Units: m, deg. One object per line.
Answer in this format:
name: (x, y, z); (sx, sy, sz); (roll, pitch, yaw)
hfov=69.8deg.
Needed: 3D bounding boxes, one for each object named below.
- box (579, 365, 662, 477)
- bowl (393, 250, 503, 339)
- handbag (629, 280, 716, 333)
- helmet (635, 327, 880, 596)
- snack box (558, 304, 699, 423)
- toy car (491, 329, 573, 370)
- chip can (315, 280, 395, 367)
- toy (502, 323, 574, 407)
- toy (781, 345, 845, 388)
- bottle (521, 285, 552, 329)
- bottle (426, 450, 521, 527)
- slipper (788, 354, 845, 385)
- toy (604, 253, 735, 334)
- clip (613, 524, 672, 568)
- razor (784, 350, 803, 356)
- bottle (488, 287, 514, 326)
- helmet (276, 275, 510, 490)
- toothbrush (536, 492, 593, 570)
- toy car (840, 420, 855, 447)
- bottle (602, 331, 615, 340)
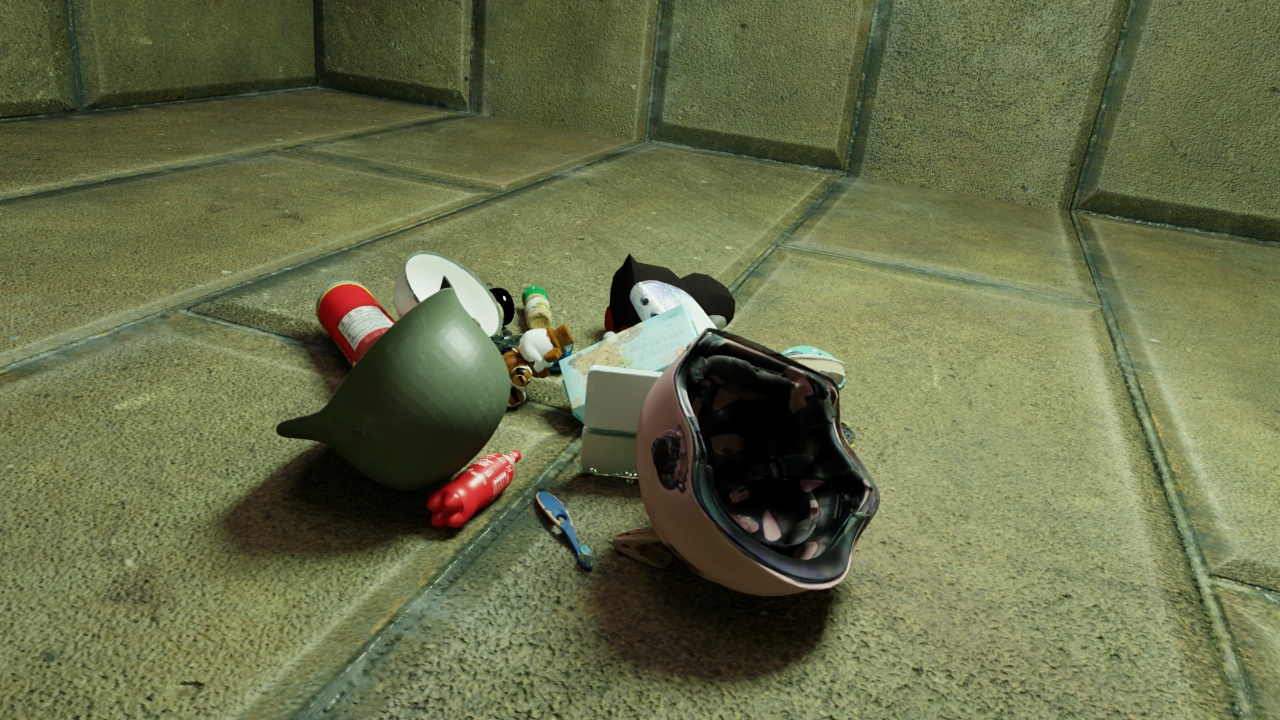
box: (0.037, 0.076, 0.970); (0.197, 0.136, 0.044); (7, 25, 0)
bowl: (-0.267, -0.068, 1.226); (0.153, 0.073, 0.153); (35, 29, -23)
handbag: (0.054, -0.025, 1.195); (0.158, 0.069, 0.126); (57, 19, 20)
helmet: (0.089, 0.105, 0.844); (0.229, 0.153, 0.255); (14, 50, -39)
snack box: (-0.007, 0.006, 1.100); (0.175, 0.053, 0.075); (-25, 56, 9)
toy car: (-0.151, -0.012, 1.251); (0.120, 0.044, 0.056); (5, 23, 4)
chip can: (-0.358, -0.034, 1.198); (0.086, 0.087, 0.213); (-8, 26, -30)
toy: (-0.134, -0.001, 1.144); (0.112, 0.067, 0.087); (-30, 25, 4)
toy: (0.245, 0.007, 1.328); (0.105, 0.033, 0.084); (11, 34, 8)
bottle: (-0.160, -0.079, 1.411); (0.043, 0.043, 0.111); (2, 24, -11)
bottle: (-0.162, 0.124, 0.926); (0.042, 0.042, 0.141); (15, 24, 20)
slipper: (0.138, 0.024, 1.048); (0.115, 0.052, 0.264); (8, -16, -18)
toy: (0.053, -0.090, 1.362); (0.184, 0.140, 0.159); (-2, 24, -20)
clip: (0.001, 0.179, 0.870); (0.061, 0.050, 0.025); (50, 26, -3)
razor: (0.179, 0.026, 1.238); (0.064, 0.053, 0.140); (11, 21, 41)
bottle: (-0.269, -0.063, 1.322); (0.059, 0.059, 0.181); (26, 30, 39)
helmet: (-0.217, 0.039, 0.910); (0.154, 0.268, 0.226); (42, 64, 1)
toothbrush: (-0.075, 0.160, 0.895); (0.021, 0.017, 0.135); (-3, 25, -26)
toy car: (0.214, 0.084, 1.134); (0.107, 0.030, 0.049); (22, 29, 29)
bottle: (-0.007, 0.007, 1.230); (0.052, 0.052, 0.195); (-4, 25, -23)
